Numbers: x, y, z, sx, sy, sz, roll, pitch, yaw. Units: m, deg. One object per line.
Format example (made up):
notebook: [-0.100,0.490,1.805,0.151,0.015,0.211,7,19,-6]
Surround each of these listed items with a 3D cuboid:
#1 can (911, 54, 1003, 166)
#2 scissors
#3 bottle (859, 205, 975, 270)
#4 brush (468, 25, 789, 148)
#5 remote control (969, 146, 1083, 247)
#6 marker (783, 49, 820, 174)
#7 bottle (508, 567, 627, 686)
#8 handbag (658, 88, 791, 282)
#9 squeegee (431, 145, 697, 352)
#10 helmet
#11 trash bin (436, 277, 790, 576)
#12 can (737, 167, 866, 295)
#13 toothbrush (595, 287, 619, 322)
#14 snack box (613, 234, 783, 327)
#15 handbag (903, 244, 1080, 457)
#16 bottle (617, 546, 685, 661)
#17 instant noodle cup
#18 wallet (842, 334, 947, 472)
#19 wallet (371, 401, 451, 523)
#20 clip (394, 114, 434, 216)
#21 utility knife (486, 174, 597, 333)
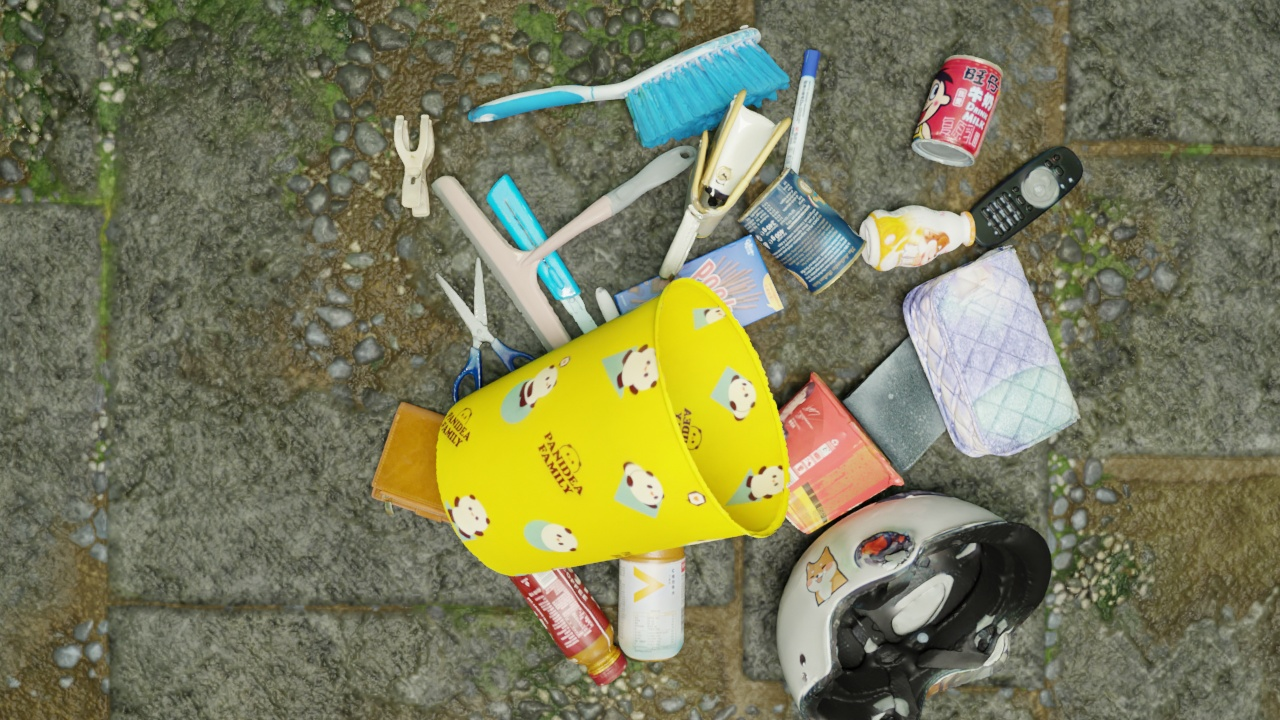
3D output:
can: [0.321,-0.252,0.929,0.066,0.066,0.094,20,92,-1]
scissors: [-0.166,-0.014,0.959,0.162,0.012,0.164,32,91,0]
bottle: [0.282,-0.127,0.934,0.108,0.063,0.063,-8,92,-1]
brush: [-0.014,-0.263,0.935,0.314,0.060,0.109,-22,87,2]
remote control: [0.396,-0.169,0.954,0.136,0.024,0.053,-37,90,0]
marker: [0.166,-0.248,0.952,0.017,0.017,0.146,10,92,-1]
bottle: [-0.078,0.254,0.946,0.057,0.057,0.175,-35,92,0]
handbag: [0.064,-0.159,0.880,0.063,0.163,0.178,32,90,0]
squeegee: [-0.041,-0.150,0.927,0.249,0.040,0.247,-36,88,-8]
helmet: [0.242,0.231,0.893,0.274,0.157,0.230,-48,125,3]
trash bin: [-0.028,0.078,0.833,0.256,0.229,0.229,-22,92,26]
can: [0.161,-0.131,0.924,0.111,0.075,0.075,43,91,-5]
toothbrush: [-0.006,0.006,0.959,0.016,0.016,0.180,-25,92,-2]
snack box: [0.060,-0.060,0.952,0.157,0.026,0.084,-24,91,0]
handbag: [0.353,-0.007,0.929,0.134,0.076,0.194,-22,93,-17]
bottle: [0.012,0.207,0.940,0.068,0.068,0.189,1,89,-1]
instant noodle cup: [0.173,0.096,0.911,0.109,0.137,0.138,-39,92,9]
wallet: [0.275,0.041,0.944,0.120,0.019,0.097,-40,93,-23]
wallet: [-0.206,0.119,0.951,0.130,0.035,0.119,19,92,0]
clip: [-0.229,-0.200,0.939,0.034,0.071,0.100,-4,86,-2]
utility knife: [-0.085,-0.085,0.954,0.034,0.018,0.238,-34,93,0]
